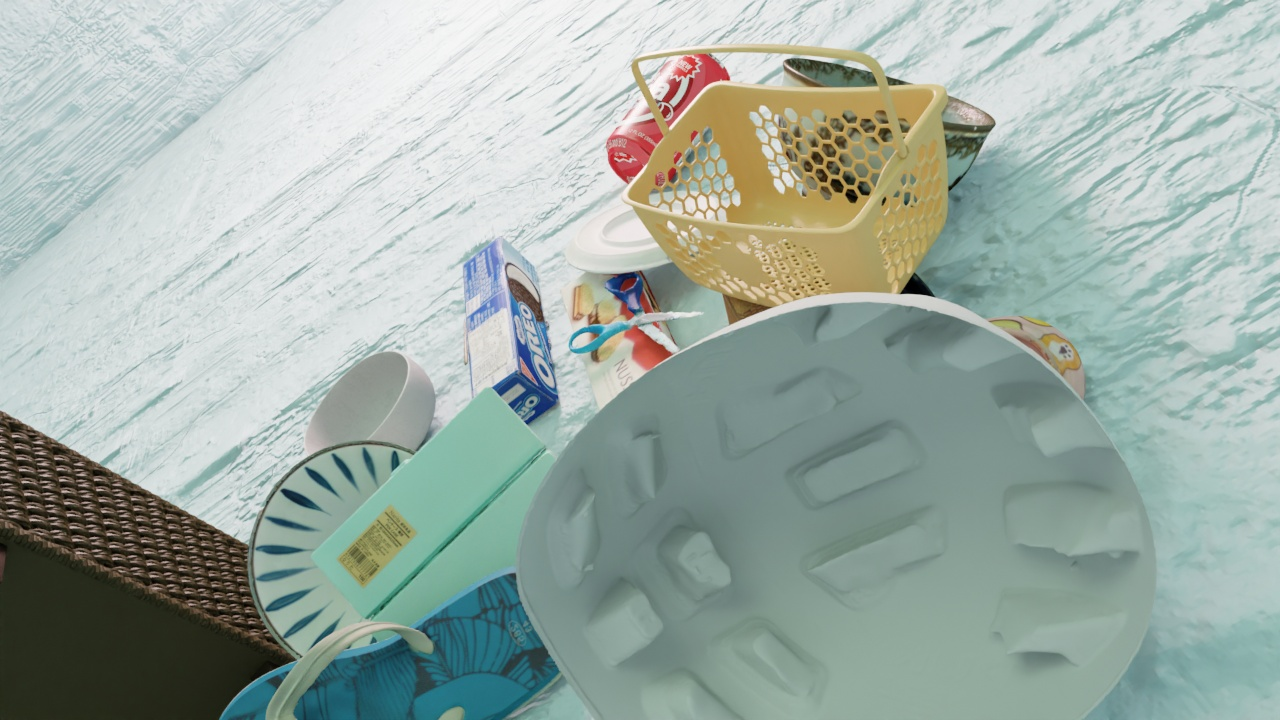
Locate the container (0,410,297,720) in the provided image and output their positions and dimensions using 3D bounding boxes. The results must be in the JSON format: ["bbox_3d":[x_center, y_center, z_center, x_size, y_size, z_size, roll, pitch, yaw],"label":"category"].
[{"bbox_3d":[-0.439,0.209,0.708,0.176,0.321,0.205,-47,44,-7],"label":"container"}]

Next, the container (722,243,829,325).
[{"bbox_3d":[0.113,-0.046,0.660,0.114,0.061,0.063,-27,41,6],"label":"container"}]

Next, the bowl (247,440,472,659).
[{"bbox_3d":[-0.209,0.153,0.726,0.177,0.177,0.071,-45,-6,-4],"label":"bowl"}]

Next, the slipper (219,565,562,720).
[{"bbox_3d":[-0.178,0.234,0.618,0.295,0.060,0.118,-30,77,10],"label":"slipper"}]

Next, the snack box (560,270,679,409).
[{"bbox_3d":[-0.004,0.004,0.738,0.077,0.044,0.272,-34,38,10],"label":"snack box"}]

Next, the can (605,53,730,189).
[{"bbox_3d":[0.028,-0.243,0.926,0.074,0.074,0.142,14,63,47],"label":"can"}]

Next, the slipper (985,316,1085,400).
[{"bbox_3d":[0.151,0.025,0.529,0.198,0.081,0.093,-10,82,20],"label":"slipper"}]

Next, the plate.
[{"bbox_3d":[0.006,-0.120,0.828,0.157,0.014,0.156,-13,29,7],"label":"plate"}]

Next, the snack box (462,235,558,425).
[{"bbox_3d":[-0.128,-0.031,0.871,0.059,0.059,0.226,-34,37,14],"label":"snack box"}]

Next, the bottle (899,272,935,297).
[{"bbox_3d":[0.126,0.000,0.618,0.161,0.056,0.056,-38,37,5],"label":"bottle"}]

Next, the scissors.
[{"bbox_3d":[0.002,-0.042,0.732,0.134,0.015,0.103,-4,50,38],"label":"scissors"}]

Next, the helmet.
[{"bbox_3d":[0.085,0.081,0.433,0.183,0.224,0.283,-43,2,-43],"label":"helmet"}]

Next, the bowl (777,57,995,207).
[{"bbox_3d":[0.170,-0.157,0.685,0.160,0.159,0.094,-122,41,-52],"label":"bowl"}]

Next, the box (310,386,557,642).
[{"bbox_3d":[-0.135,0.128,0.679,0.186,0.136,0.033,-45,-2,-3],"label":"box"}]

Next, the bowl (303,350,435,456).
[{"bbox_3d":[-0.252,0.060,0.884,0.132,0.064,0.131,-24,41,22],"label":"bowl"}]

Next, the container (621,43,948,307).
[{"bbox_3d":[0.084,-0.123,0.576,0.184,0.167,0.129,18,60,42],"label":"container"}]
